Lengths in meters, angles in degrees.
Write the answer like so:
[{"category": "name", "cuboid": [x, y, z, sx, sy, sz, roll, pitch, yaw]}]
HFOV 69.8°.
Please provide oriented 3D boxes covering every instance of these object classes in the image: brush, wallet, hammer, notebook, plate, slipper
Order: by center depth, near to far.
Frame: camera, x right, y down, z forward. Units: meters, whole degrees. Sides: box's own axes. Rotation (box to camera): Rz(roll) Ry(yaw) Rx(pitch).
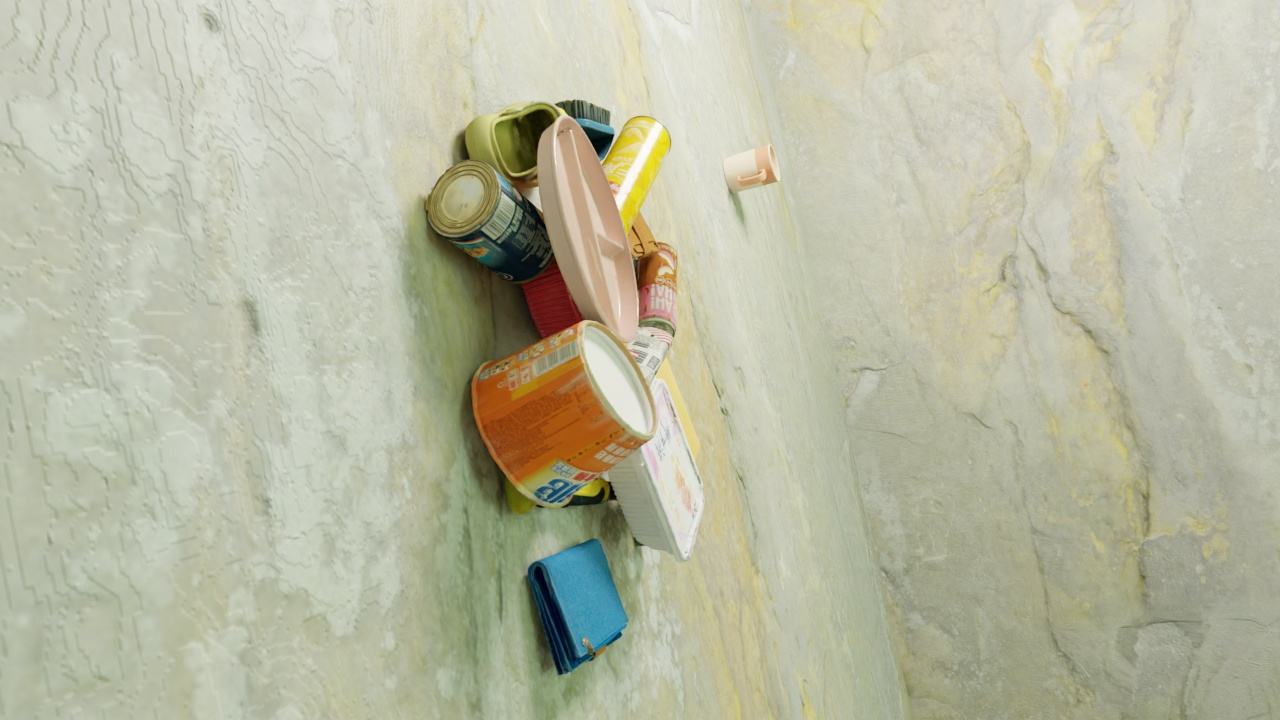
[{"category": "wallet", "cuboid": [-0.058, 0.232, 0.880, 0.133, 0.040, 0.106, 2, 68, -70]}, {"category": "plate", "cuboid": [-0.050, -0.125, 0.905, 0.229, 0.028, 0.229, -13, 89, -77]}, {"category": "slipper", "cuboid": [-0.112, -0.226, 0.956, 0.190, 0.082, 0.092, -48, 125, -63]}, {"category": "hammer", "cuboid": [-0.051, 0.135, 0.970, 0.323, 0.032, 0.126, 23, 57, -66]}, {"category": "brush", "cuboid": [-0.071, -0.278, 1.132, 0.143, 0.055, 0.073, -25, 104, -70]}, {"category": "wallet", "cuboid": [-0.023, -0.182, 1.212, 0.108, 0.031, 0.131, 59, 21, 0]}, {"category": "notebook", "cuboid": [0.037, 0.072, 1.279, 0.145, 0.010, 0.206, -66, 139, -59]}]

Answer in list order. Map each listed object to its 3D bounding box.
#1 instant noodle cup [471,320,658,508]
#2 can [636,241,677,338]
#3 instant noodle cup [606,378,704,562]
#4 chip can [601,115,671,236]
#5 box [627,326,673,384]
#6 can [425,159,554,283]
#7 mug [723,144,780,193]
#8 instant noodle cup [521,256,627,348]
[{"category": "instant noodle cup", "cuboid": [-0.062, 0.042, 0.824, 0.151, 0.112, 0.151, 49, 21, -27]}, {"category": "can", "cuboid": [0.022, -0.095, 1.269, 0.058, 0.058, 0.147, 55, 29, -47]}, {"category": "instant noodle cup", "cuboid": [0.012, 0.123, 1.009, 0.137, 0.060, 0.173, -64, 137, -59]}, {"category": "chip can", "cuboid": [-0.021, -0.220, 1.129, 0.072, 0.072, 0.212, 63, 34, -35]}, {"category": "box", "cuboid": [-0.004, 0.002, 1.098, 0.076, 0.088, 0.162, 57, 27, -11]}, {"category": "can", "cuboid": [-0.133, -0.125, 0.838, 0.111, 0.075, 0.075, 37, 44, -61]}, {"category": "mug", "cuboid": [0.239, -0.407, 1.983, 0.114, 0.106, 0.082, -73, 145, -54]}, {"category": "instant noodle cup", "cuboid": [-0.074, -0.078, 0.967, 0.193, 0.066, 0.194, -12, 89, -77]}]
